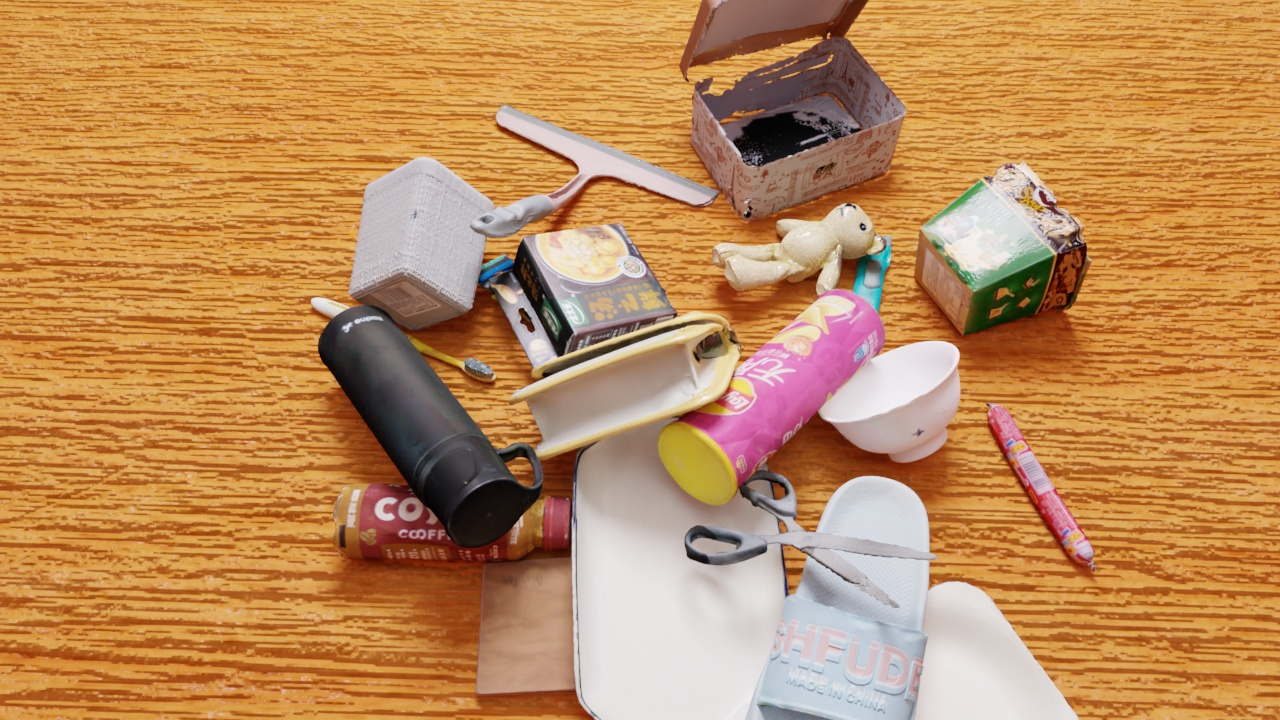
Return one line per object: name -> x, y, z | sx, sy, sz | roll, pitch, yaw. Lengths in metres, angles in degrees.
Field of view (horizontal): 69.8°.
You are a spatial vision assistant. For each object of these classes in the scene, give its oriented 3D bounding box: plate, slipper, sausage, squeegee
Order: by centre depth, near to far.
slipper -> 0.145, 0.177, 0.619 | 0.104, 0.074, 0.244 | 16, 55, 13
plate -> 0.209, 0.253, 0.636 | 0.163, 0.034, 0.164 | -24, 62, -14
plate -> 0.027, 0.160, 0.677 | 0.162, 0.034, 0.265 | 4, 58, -13
sausage -> 0.319, 0.098, 0.737 | 0.020, 0.020, 0.155 | -17, 61, -10
squeegee -> -0.086, -0.149, 0.838 | 0.248, 0.040, 0.248 | 25, 34, 12

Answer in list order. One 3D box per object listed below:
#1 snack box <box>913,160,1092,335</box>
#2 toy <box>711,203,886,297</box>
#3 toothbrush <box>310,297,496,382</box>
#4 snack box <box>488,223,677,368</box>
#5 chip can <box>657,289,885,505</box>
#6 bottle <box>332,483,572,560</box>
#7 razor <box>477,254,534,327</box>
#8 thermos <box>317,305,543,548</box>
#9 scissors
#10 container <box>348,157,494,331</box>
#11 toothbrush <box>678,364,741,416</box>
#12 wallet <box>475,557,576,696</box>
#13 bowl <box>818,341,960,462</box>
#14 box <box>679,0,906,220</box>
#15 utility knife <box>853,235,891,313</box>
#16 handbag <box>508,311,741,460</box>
snack box -> 0.306, -0.090, 0.805 | 0.105, 0.117, 0.118 | -27, 60, -2
toy -> 0.141, -0.102, 0.828 | 0.157, 0.066, 0.105 | -16, 42, -13
toothbrush -> -0.211, -0.021, 0.807 | 0.191, 0.018, 0.016 | 22, 60, 13
snack box -> -0.051, -0.057, 0.799 | 0.125, 0.053, 0.113 | -14, 58, -30
chip can -> 0.108, 0.023, 0.721 | 0.071, 0.072, 0.210 | 39, 55, 20
bottle -> -0.140, 0.123, 0.699 | 0.175, 0.058, 0.057 | 0, 59, 0
razor -> -0.091, -0.038, 0.816 | 0.143, 0.022, 0.042 | 42, 56, 17
thermos -> -0.163, 0.043, 0.707 | 0.089, 0.069, 0.242 | -13, 39, -36
scissors -> 0.110, 0.124, 0.639 | 0.175, 0.014, 0.159 | -13, 31, 8
container -> -0.192, -0.096, 0.799 | 0.090, 0.090, 0.114 | -16, 57, 34
toothbrush -> 0.100, -0.002, 0.772 | 0.189, 0.017, 0.015 | -30, 67, -32
wallet -> -0.064, 0.196, 0.680 | 0.115, 0.020, 0.101 | -4, 58, 1
bowl -> 0.210, 0.042, 0.736 | 0.118, 0.118, 0.065 | -35, 104, -19
box -> 0.148, -0.269, 0.853 | 0.183, 0.193, 0.156 | -21, 62, -12
utility knife -> 0.206, -0.055, 0.831 | 0.029, 0.013, 0.156 | 8, 59, 15
handbag -> -0.004, 0.004, 0.731 | 0.164, 0.178, 0.063 | -19, 99, 20
